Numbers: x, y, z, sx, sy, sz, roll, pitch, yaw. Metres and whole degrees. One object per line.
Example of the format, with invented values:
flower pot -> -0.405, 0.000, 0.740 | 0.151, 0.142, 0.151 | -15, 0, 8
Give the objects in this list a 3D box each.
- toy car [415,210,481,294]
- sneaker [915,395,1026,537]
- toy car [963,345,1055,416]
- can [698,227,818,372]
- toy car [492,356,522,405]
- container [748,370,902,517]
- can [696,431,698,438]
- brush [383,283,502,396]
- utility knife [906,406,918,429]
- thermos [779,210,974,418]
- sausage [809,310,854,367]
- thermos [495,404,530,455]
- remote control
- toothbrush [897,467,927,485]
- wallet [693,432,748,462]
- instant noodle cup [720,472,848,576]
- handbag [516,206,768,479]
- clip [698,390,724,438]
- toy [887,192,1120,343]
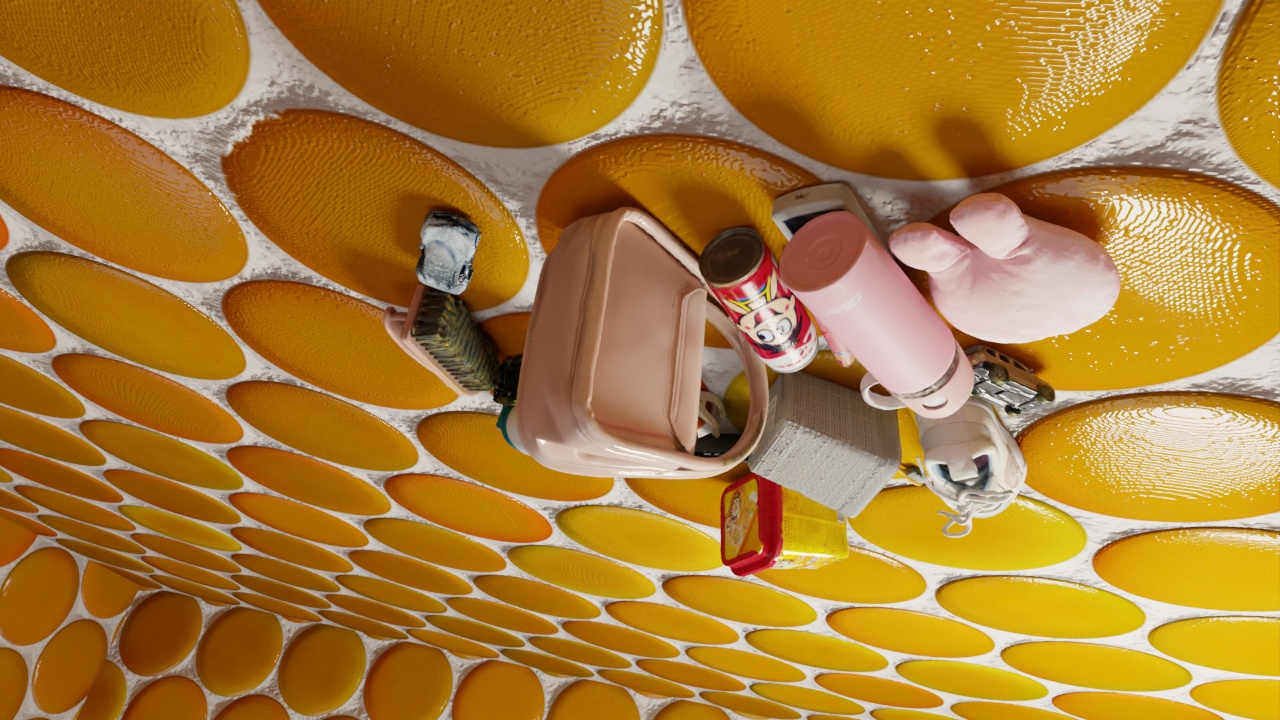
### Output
toy car -> -0.167, -0.090, 0.789 | 0.049, 0.031, 0.106 | 18, 151, -8
sneaker -> 0.313, 0.112, 0.852 | 0.090, 0.090, 0.242 | -14, 145, 22
toy car -> 0.304, 0.018, 0.763 | 0.090, 0.035, 0.042 | 24, 152, -18
can -> 0.097, -0.044, 0.725 | 0.053, 0.053, 0.133 | -4, 147, 30
toy car -> -0.111, 0.020, 0.945 | 0.105, 0.048, 0.032 | -13, 155, 41
container -> 0.167, 0.073, 0.855 | 0.114, 0.090, 0.090 | 22, 129, -8
can -> 0.004, 0.067, 0.964 | 0.059, 0.058, 0.116 | -15, 141, 42
brush -> -0.192, -0.011, 0.910 | 0.073, 0.063, 0.146 | -1, 150, 19
utility knife -> 0.262, 0.045, 0.853 | 0.033, 0.015, 0.154 | 4, 152, 31
thermos -> 0.171, -0.022, 0.671 | 0.087, 0.067, 0.198 | -22, 138, 30
sausage -> 0.152, -0.036, 0.752 | 0.020, 0.020, 0.156 | -3, 148, 29
thermos -> -0.090, 0.073, 0.949 | 0.073, 0.073, 0.224 | 25, 170, -20
remote control -> 0.153, -0.074, 0.679 | 0.058, 0.021, 0.150 | -8, 145, 35
toothbrush -> 0.235, 0.089, 0.945 | 0.191, 0.016, 0.018 | 31, 137, -29
wallet -> 0.102, 0.091, 0.947 | 0.097, 0.019, 0.120 | 0, -177, 23
instant noodle cup -> 0.170, 0.195, 1.079 | 0.123, 0.115, 0.116 | 11, 154, -20
handbag -> 0.023, 0.007, 0.730 | 0.234, 0.193, 0.094 | 22, 155, -35
clip -> 0.061, 0.040, 0.921 | 0.084, 0.034, 0.105 | 9, 144, 16
toy -> 0.246, -0.062, 0.623 | 0.159, 0.054, 0.122 | 30, 147, -33
